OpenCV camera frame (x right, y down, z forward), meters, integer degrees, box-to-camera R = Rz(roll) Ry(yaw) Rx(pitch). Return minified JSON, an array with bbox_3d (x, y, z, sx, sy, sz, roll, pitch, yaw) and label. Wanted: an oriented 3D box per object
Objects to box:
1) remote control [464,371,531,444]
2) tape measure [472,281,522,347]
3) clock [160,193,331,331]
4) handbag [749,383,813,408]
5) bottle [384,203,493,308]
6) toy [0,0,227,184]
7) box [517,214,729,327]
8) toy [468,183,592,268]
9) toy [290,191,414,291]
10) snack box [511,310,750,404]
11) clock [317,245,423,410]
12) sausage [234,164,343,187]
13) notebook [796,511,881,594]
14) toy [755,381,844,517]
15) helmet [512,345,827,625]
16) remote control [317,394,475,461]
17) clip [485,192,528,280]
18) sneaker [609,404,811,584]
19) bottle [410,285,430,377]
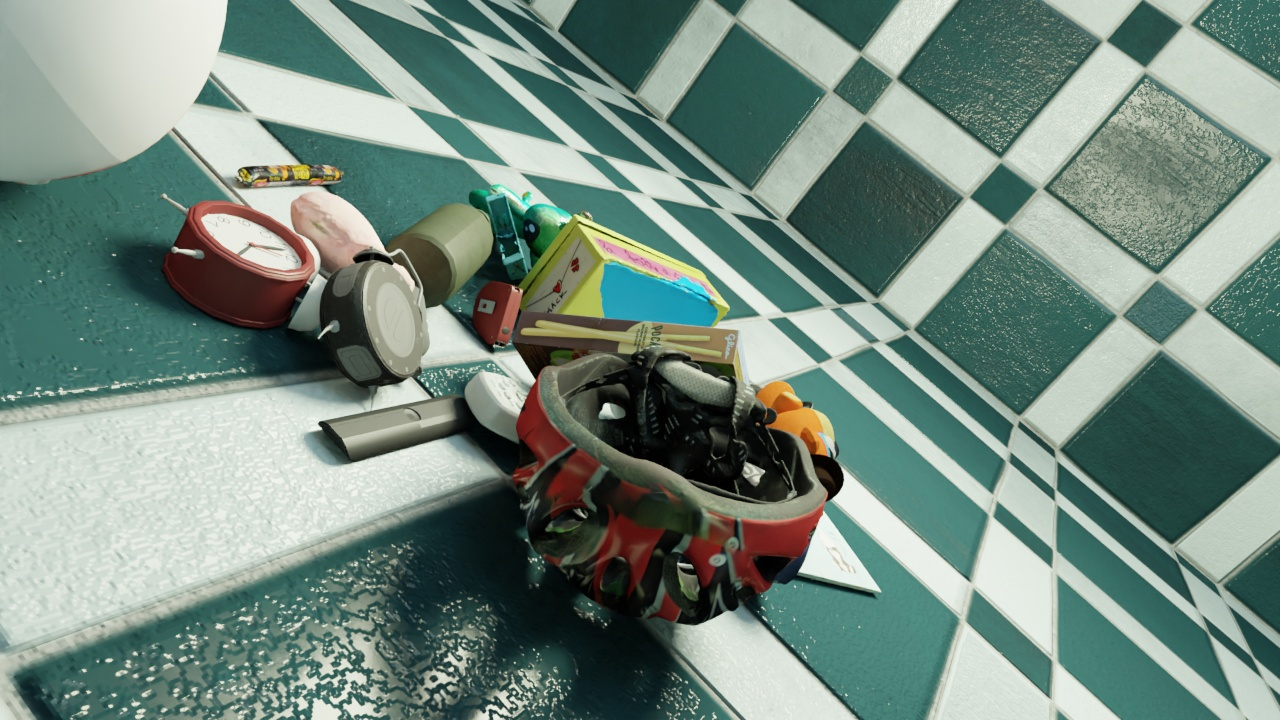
[{"bbox_3d":[-0.094,0.043,0.740,0.114,0.028,0.060,32,18,-51],"label":"remote control"},{"bbox_3d":[-0.139,-0.044,0.862,0.019,0.059,0.051,17,-2,-45],"label":"tape measure"},{"bbox_3d":[-0.278,-0.068,0.666,0.137,0.048,0.096,17,28,-43],"label":"clock"},{"bbox_3d":[0.146,0.054,1.098,0.079,0.054,0.128,24,3,-23],"label":"handbag"},{"bbox_3d":[-0.186,-0.112,0.894,0.071,0.072,0.206,35,20,-8],"label":"bottle"},{"bbox_3d":[-0.389,-0.230,0.549,0.262,0.265,0.281,14,-3,-18],"label":"toy"},{"bbox_3d":[-0.016,-0.062,1.006,0.220,0.125,0.080,12,34,-48],"label":"box"},{"bbox_3d":[-0.118,-0.154,1.038,0.193,0.072,0.131,24,-24,36],"label":"toy"},{"bbox_3d":[-0.231,-0.088,0.745,0.105,0.053,0.108,37,-13,21],"label":"toy"},{"bbox_3d":[-0.005,0.005,0.783,0.186,0.031,0.101,6,-27,15],"label":"snack box"},{"bbox_3d":[-0.197,-0.029,0.672,0.122,0.044,0.091,-86,160,-49],"label":"clock"},{"bbox_3d":[-0.327,-0.174,0.863,0.020,0.020,0.155,40,19,5],"label":"sausage"},{"bbox_3d":[0.136,0.139,0.981,0.181,0.009,0.253,21,25,-39],"label":"notebook"},{"bbox_3d":[0.156,0.095,0.954,0.096,0.112,0.175,-5,23,4],"label":"toy"},{"bbox_3d":[0.014,0.086,0.641,0.217,0.167,0.271,24,9,6],"label":"helmet"},{"bbox_3d":[-0.169,0.045,0.653,0.033,0.015,0.146,43,20,15],"label":"remote control"},{"bbox_3d":[-0.142,-0.129,0.977,0.120,0.027,0.103,93,-17,-73],"label":"clip"},{"bbox_3d":[0.045,0.094,0.830,0.132,0.103,0.269,5,35,-33],"label":"sneaker"},{"bbox_3d":[-0.188,-0.022,0.748,0.030,0.030,0.113,26,23,-31],"label":"bottle"}]
